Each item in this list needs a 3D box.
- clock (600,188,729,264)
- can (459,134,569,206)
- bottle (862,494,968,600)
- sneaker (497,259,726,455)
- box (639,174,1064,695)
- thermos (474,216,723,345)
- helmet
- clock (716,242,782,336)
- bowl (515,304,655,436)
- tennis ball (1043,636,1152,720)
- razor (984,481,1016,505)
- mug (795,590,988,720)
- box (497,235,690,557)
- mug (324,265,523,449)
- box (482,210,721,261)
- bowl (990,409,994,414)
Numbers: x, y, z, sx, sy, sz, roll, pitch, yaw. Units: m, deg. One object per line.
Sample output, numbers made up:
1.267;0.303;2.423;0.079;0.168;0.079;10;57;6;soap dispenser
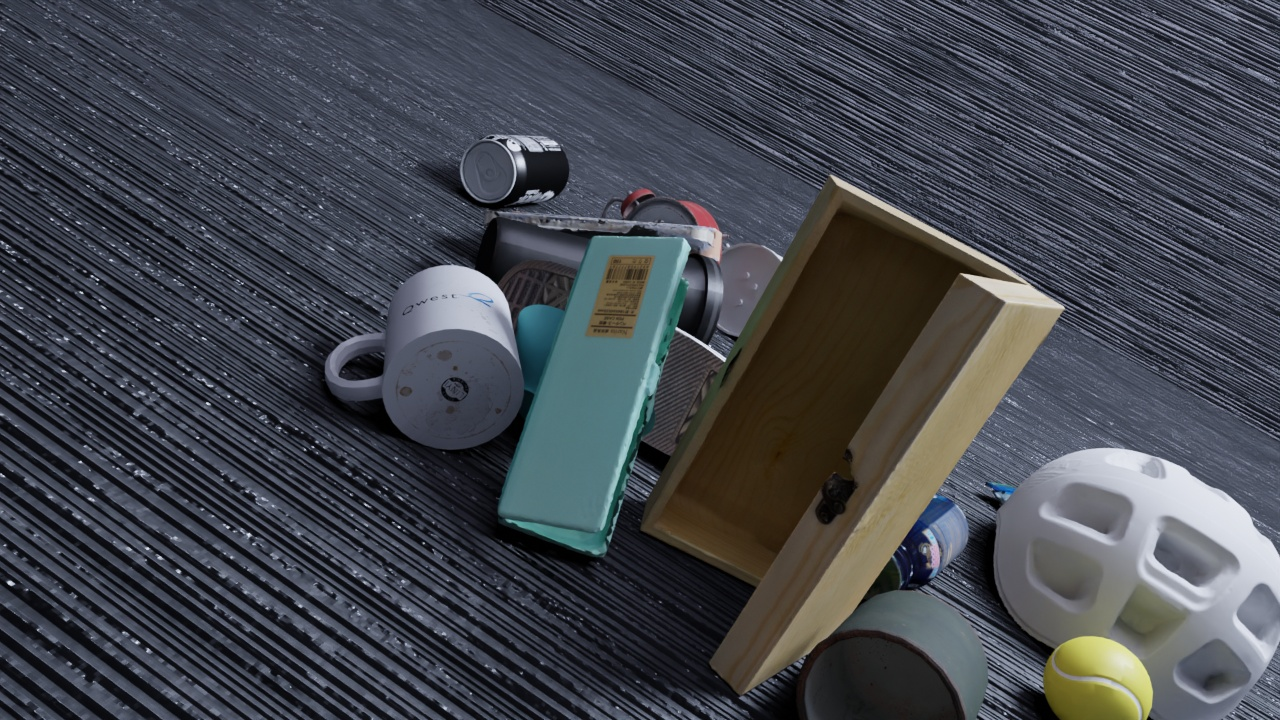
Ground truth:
0.013;-0.135;1.033;0.157;0.110;0.061;31;20;27;clock
-0.146;-0.225;1.087;0.080;0.080;0.145;32;21;11;can
0.199;0.139;0.682;0.056;0.056;0.160;38;23;25;bottle
-0.004;0.004;0.727;0.245;0.091;0.097;28;1;12;sneaker
0.120;0.046;0.532;0.141;0.249;0.184;18;23;-23;box
-0.035;-0.067;0.830;0.218;0.106;0.105;13;24;-22;thermos
0.426;0.177;0.790;0.224;0.184;0.282;42;9;22;helmet
0.144;-0.071;1.037;0.159;0.120;0.061;26;13;27;clock
-0.052;0.024;0.623;0.121;0.121;0.046;34;61;16;bowl
0.304;0.218;0.612;0.065;0.065;0.065;24;21;-10;tennis ball
0.393;0.171;0.905;0.043;0.018;0.140;13;28;-27;razor
0.142;0.184;0.485;0.081;0.085;0.111;-8;72;-60;mug
-0.021;0.011;0.527;0.077;0.188;0.080;23;-22;-11;box
-0.138;-0.002;0.583;0.119;0.083;0.096;-7;29;-10;mug
-0.032;-0.125;0.905;0.216;0.043;0.150;7;9;11;box
0.320;0.043;1.001;0.153;0.076;0.153;-5;3;0;bowl
